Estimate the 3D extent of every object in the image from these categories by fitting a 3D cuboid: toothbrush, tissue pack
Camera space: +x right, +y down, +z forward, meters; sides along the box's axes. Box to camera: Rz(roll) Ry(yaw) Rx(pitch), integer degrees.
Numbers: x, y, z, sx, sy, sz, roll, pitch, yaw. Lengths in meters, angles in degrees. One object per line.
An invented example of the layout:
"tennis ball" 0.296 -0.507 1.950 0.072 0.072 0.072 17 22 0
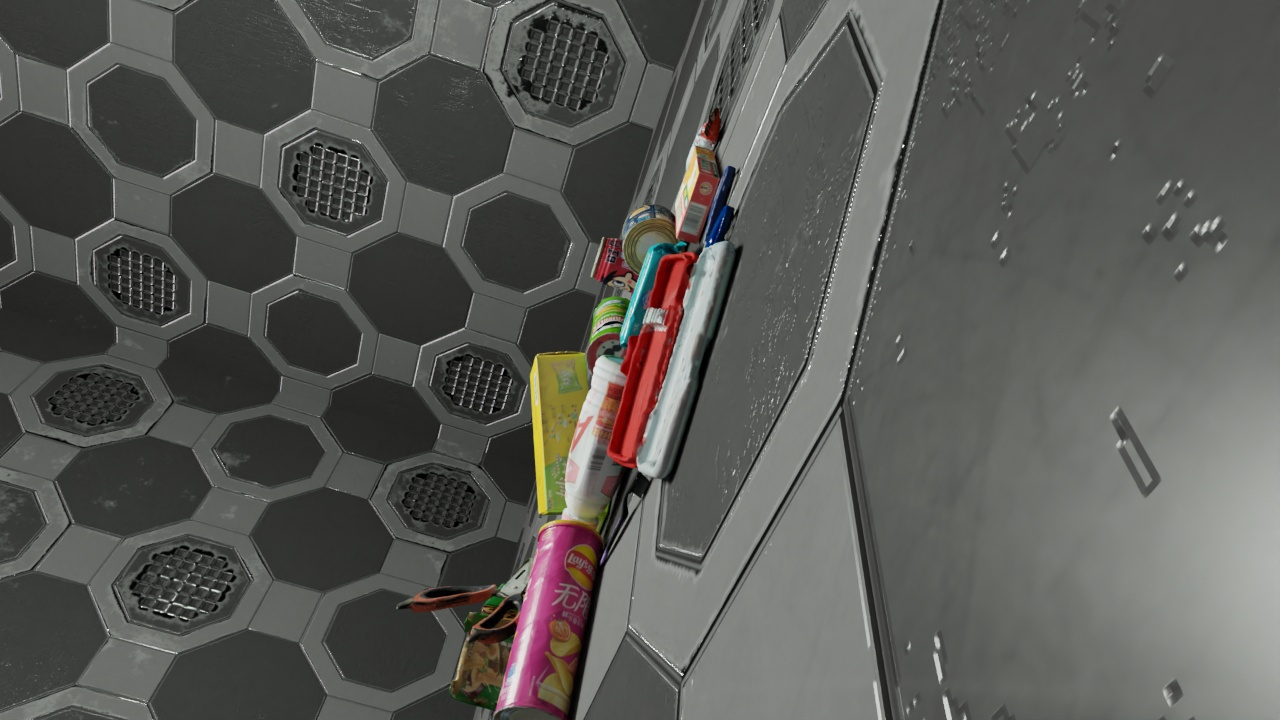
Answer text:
"toothbrush" -0.019 0.159 0.885 0.189 0.017 0.014 110 -177 -49
"tissue pack" 0.018 -0.068 1.001 0.093 0.050 0.133 -107 36 -83

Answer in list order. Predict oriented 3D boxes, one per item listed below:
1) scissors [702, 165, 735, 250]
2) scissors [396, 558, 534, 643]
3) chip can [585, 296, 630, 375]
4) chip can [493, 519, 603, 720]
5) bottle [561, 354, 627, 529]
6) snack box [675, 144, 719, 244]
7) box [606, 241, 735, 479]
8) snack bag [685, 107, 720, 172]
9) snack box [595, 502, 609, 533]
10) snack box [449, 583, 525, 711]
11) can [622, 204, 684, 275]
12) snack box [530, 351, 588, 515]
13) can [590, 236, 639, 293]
"scissors" 0.064 -0.108 0.879 0.174 0.012 0.162 134 151 -79
"scissors" -0.151 0.259 1.004 0.189 0.225 0.015 16 108 63
"chip can" -0.035 -0.033 1.293 0.235 0.072 0.072 -91 20 -74
"chip can" -0.088 0.263 0.916 0.210 0.071 0.072 -79 9 -46
"bottle" -0.041 0.095 0.997 0.068 0.068 0.197 -107 34 -80
"snack box" 0.064 -0.192 1.046 0.155 0.027 0.077 -86 14 -67
"box" 0.028 0.000 0.794 0.158 0.039 0.201 5 78 68
"snack bag" 0.077 -0.264 1.139 0.048 0.026 0.104 -62 1 -26
"snack box" -0.067 0.202 1.111 0.085 0.026 0.157 -79 8 -53
"snack box" -0.143 0.323 1.052 0.105 0.117 0.118 -78 5 -73
"can" 0.015 -0.147 1.132 0.111 0.075 0.075 -92 20 -72
"snack box" -0.109 0.104 1.259 0.158 0.070 0.210 132 133 -76
"can" -0.017 -0.131 1.286 0.066 0.094 0.066 -165 92 -84
